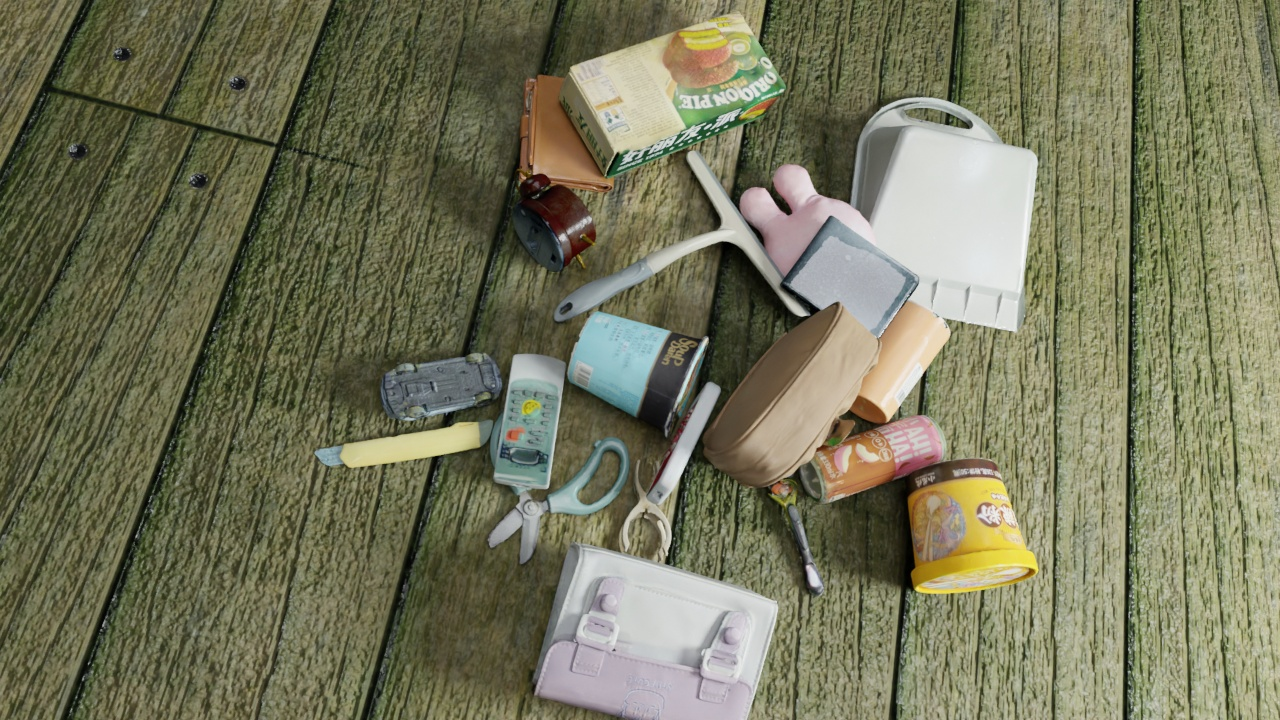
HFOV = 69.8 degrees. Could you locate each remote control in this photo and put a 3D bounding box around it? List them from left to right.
[{"bbox_3d":[-0.110,0.059,0.918,0.056,0.019,0.135,9,71,-5],"label":"remote control"},{"bbox_3d":[0.043,0.082,0.921,0.020,0.056,0.135,29,55,0],"label":"remote control"}]

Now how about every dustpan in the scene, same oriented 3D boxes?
[{"bbox_3d":[0.353,-0.188,1.099,0.222,0.142,0.258,10,100,-6],"label":"dustpan"}]

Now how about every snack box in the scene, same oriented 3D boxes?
[{"bbox_3d":[0.037,-0.303,1.038,0.239,0.063,0.114,-27,83,-24],"label":"snack box"}]

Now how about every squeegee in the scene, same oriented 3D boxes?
[{"bbox_3d":[0.016,-0.103,0.990,0.246,0.039,0.246,-25,68,-10],"label":"squeegee"}]

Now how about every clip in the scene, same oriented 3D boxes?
[{"bbox_3d":[0.017,0.156,0.921,0.089,0.035,0.103,24,62,3],"label":"clip"}]

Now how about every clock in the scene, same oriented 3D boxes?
[{"bbox_3d":[-0.099,-0.151,0.975,0.055,0.082,0.122,-37,82,-23],"label":"clock"}]

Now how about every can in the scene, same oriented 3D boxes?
[{"bbox_3d":[0.242,0.103,0.961,0.147,0.058,0.058,-16,76,-14],"label":"can"}]

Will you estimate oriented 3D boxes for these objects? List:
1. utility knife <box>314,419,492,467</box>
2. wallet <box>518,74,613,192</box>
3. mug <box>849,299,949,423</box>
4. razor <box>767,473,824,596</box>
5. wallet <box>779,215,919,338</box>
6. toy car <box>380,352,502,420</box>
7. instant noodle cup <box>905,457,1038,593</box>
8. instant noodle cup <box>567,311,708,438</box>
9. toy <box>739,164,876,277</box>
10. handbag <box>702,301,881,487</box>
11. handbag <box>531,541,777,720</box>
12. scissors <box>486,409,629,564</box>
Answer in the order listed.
[{"bbox_3d":[-0.233,0.084,0.910,0.175,0.019,0.031,-7,69,-12],"label":"utility knife"},{"bbox_3d":[-0.082,-0.257,1.038,0.107,0.031,0.131,4,71,-12],"label":"wallet"},{"bbox_3d":[0.271,0.004,0.990,0.078,0.078,0.122,34,74,2],"label":"mug"},{"bbox_3d":[0.160,0.173,0.944,0.042,0.022,0.142,-15,76,-12],"label":"razor"},{"bbox_3d":[0.224,-0.083,0.975,0.121,0.019,0.097,36,83,4],"label":"wallet"},{"bbox_3d":[-0.200,0.027,0.925,0.120,0.037,0.054,-11,73,-23],"label":"toy car"},{"bbox_3d":[0.326,0.167,0.928,0.118,0.119,0.114,0,64,-9],"label":"instant noodle cup"},{"bbox_3d":[-0.006,0.005,0.933,0.120,0.111,0.111,22,70,8],"label":"instant noodle cup"},{"bbox_3d":[0.186,-0.144,1.027,0.121,0.054,0.159,-33,75,2],"label":"toy"},{"bbox_3d":[0.153,0.043,0.921,0.100,0.148,0.204,44,71,-7],"label":"handbag"},{"bbox_3d":[0.011,0.262,0.849,0.197,0.098,0.145,17,84,-8],"label":"handbag"},{"bbox_3d":[-0.106,0.109,0.923,0.174,0.019,0.176,-38,83,-17],"label":"scissors"}]
